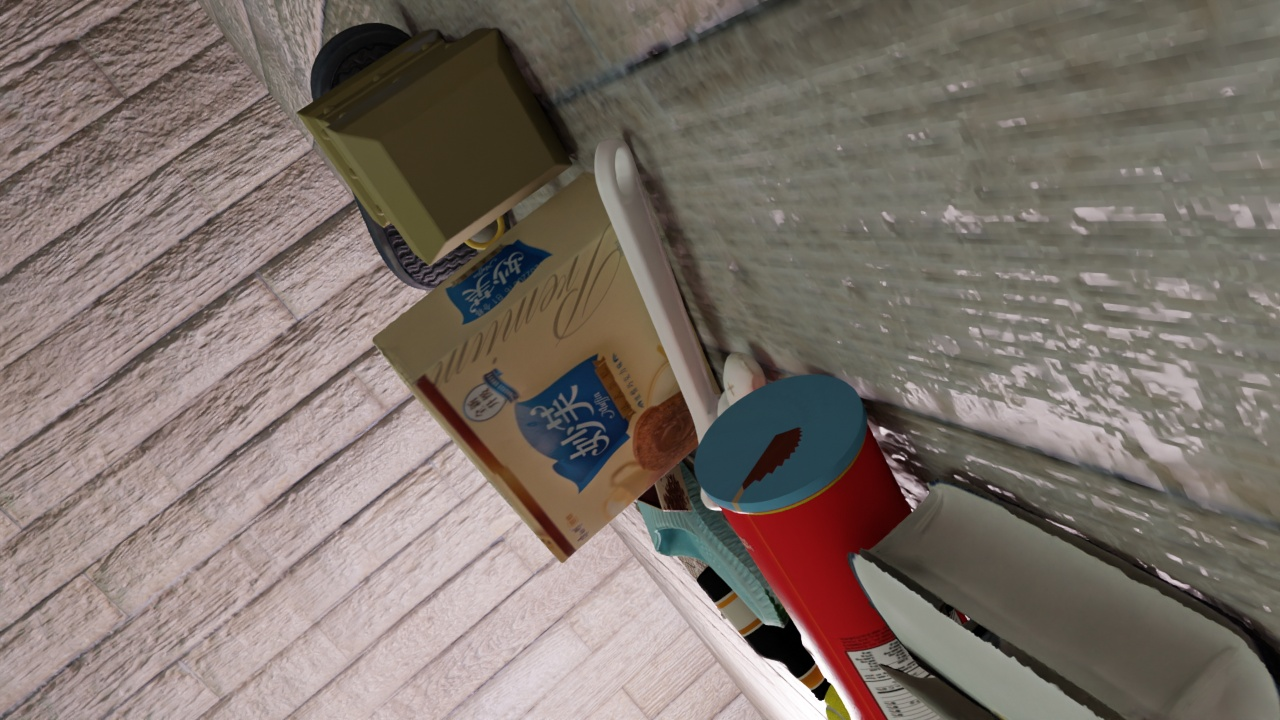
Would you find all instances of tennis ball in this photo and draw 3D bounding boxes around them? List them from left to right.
[{"bbox_3d":[0.195,0.304,0.802,0.065,0.065,0.065,49,169,12],"label":"tennis ball"}]

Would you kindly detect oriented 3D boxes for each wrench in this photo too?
[{"bbox_3d":[0.023,-0.008,0.515,0.018,0.066,0.273,-3,137,20],"label":"wrench"}]

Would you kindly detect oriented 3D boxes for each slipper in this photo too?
[{"bbox_3d":[-0.190,-0.158,0.731,0.083,0.110,0.268,48,166,31],"label":"slipper"},{"bbox_3d":[0.044,0.163,0.915,0.276,0.069,0.116,49,166,31],"label":"slipper"}]

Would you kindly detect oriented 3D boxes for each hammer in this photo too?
[{"bbox_3d":[-0.078,-0.047,0.620,0.190,0.100,0.325,34,158,57],"label":"hammer"}]

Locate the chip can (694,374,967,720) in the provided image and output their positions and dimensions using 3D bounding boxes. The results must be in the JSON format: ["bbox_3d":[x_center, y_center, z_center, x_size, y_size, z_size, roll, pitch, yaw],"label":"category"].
[{"bbox_3d":[0.110,0.113,0.456,0.213,0.087,0.087,58,168,-28],"label":"chip can"}]

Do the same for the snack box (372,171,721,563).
[{"bbox_3d":[-0.039,0.014,0.554,0.055,0.153,0.207,41,166,40],"label":"snack box"}]

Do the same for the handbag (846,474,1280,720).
[{"bbox_3d":[0.168,0.145,0.358,0.176,0.074,0.151,56,168,-28],"label":"handbag"}]

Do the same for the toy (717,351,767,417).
[{"bbox_3d":[0.070,0.046,0.524,0.076,0.037,0.126,51,166,20],"label":"toy"}]

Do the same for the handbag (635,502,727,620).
[{"bbox_3d":[0.074,0.225,1.093,0.186,0.047,0.124,50,161,4],"label":"handbag"}]

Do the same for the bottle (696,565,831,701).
[{"bbox_3d":[0.140,0.288,0.989,0.181,0.059,0.059,49,169,7],"label":"bottle"}]

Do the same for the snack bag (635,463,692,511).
[{"bbox_3d":[-0.033,0.061,0.840,0.206,0.070,0.094,47,-173,19],"label":"snack bag"}]
